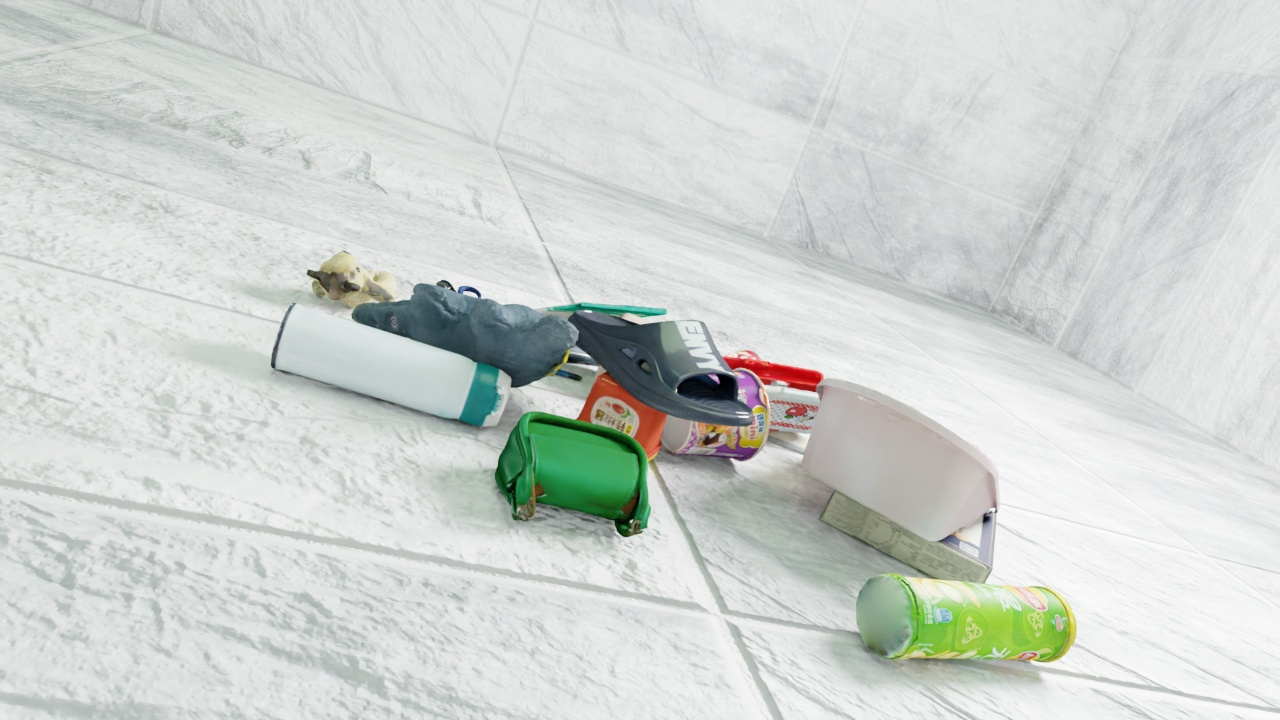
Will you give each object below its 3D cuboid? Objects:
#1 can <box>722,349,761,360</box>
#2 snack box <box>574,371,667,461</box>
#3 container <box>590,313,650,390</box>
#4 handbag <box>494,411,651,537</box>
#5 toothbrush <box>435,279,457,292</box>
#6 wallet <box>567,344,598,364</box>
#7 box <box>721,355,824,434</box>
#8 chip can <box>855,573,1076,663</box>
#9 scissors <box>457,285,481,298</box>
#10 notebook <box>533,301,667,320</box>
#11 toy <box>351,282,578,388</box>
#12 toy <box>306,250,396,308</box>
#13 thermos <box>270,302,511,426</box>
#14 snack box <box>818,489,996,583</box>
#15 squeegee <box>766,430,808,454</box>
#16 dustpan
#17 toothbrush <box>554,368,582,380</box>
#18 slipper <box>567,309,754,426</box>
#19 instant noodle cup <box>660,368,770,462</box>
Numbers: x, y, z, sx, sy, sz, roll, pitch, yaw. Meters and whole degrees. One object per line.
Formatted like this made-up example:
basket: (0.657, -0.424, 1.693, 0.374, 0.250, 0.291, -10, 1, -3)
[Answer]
can: (0.123, 0.018, 1.314, 0.053, 0.053, 0.132, 30, 24, 28)
snack box: (-0.016, 0.058, 0.987, 0.091, 0.080, 0.081, 25, 16, 15)
container: (-0.007, 0.007, 1.153, 0.090, 0.090, 0.110, 21, 20, 1)
handbag: (-0.061, 0.107, 0.821, 0.131, 0.068, 0.120, 17, 24, -18)
toothbrush: (-0.235, -0.072, 1.250, 0.016, 0.014, 0.189, -3, 28, -38)
wallet: (-0.111, -0.026, 1.254, 0.097, 0.019, 0.121, 9, 19, -40)
box: (0.148, 0.047, 1.169, 0.201, 0.094, 0.092, 8, 4, -14)
chip can: (0.293, 0.233, 0.825, 0.221, 0.073, 0.072, 11, 19, -29)
scissors: (-0.225, -0.062, 1.205, 0.173, 0.012, 0.128, 27, 33, 33)
notebook: (-0.079, -0.062, 1.220, 0.151, 0.012, 0.208, -6, -3, 31)
toy: (-0.173, -0.025, 0.987, 0.357, 0.091, 0.138, 9, -17, 38)
toy: (-0.340, -0.096, 1.106, 0.105, 0.066, 0.157, 13, 3, 3)
thermos: (-0.239, 0.009, 0.902, 0.224, 0.073, 0.073, 18, 17, -12)
snack box: (0.314, 0.181, 1.061, 0.178, 0.046, 0.182, 26, 18, 17)
squeegee: (0.199, 0.062, 1.310, 0.246, 0.039, 0.246, 21, 16, -1)
dustpan: (0.300, 0.089, 1.015, 0.223, 0.139, 0.272, 27, 20, 23)
toothbrush: (-0.160, -0.006, 1.131, 0.189, 0.016, 0.014, 17, 30, -16)
slipper: (0.016, -0.014, 0.970, 0.110, 0.083, 0.268, 3, 23, -42)
instant noodle cup: (0.077, 0.063, 1.055, 0.099, 0.112, 0.111, 2, 24, -29)
